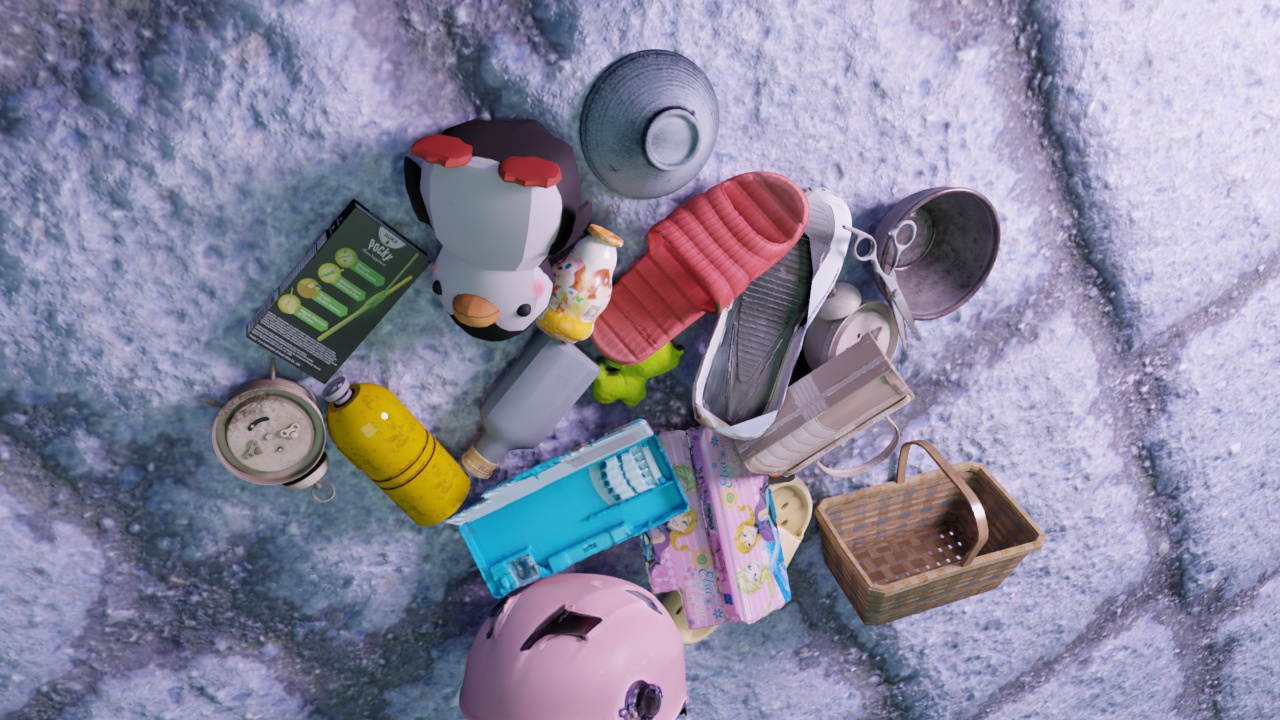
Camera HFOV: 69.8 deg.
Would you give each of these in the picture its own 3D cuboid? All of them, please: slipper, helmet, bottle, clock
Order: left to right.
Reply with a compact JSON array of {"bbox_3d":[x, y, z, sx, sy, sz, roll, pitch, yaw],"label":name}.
[{"bbox_3d":[-0.323,0.073,0.833,0.093,0.054,0.141,-31,116,-4],"label":"clock"},{"bbox_3d":[-0.236,0.080,0.862,0.071,0.071,0.164,-35,124,-2],"label":"bottle"},{"bbox_3d":[-0.116,0.048,0.907,0.072,0.046,0.161,35,100,-33],"label":"bottle"},{"bbox_3d":[-0.066,0.306,0.965,0.254,0.230,0.152,4,89,-46],"label":"helmet"},{"bbox_3d":[-0.056,-0.072,0.858,0.063,0.063,0.109,22,105,-30],"label":"bottle"},{"bbox_3d":[0.049,-0.090,0.868,0.249,0.059,0.103,-39,86,8],"label":"slipper"},{"bbox_3d":[0.122,0.255,1.097,0.111,0.079,0.262,33,101,-36],"label":"slipper"},{"bbox_3d":[0.125,-0.051,0.928,0.111,0.063,0.264,18,93,-5],"label":"slipper"},{"bbox_3d":[0.216,-0.038,0.987,0.103,0.061,0.157,-39,128,-14],"label":"clock"}]

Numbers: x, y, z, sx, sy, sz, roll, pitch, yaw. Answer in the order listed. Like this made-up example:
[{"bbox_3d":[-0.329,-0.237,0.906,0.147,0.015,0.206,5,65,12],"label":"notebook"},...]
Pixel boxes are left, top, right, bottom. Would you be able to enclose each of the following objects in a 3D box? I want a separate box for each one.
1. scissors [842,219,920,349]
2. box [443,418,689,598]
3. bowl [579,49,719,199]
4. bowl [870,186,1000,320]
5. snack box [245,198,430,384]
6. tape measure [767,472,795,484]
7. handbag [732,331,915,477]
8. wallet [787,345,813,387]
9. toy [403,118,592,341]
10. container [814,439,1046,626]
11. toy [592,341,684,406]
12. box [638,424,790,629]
[{"bbox_3d":[0.245,-0.075,0.924,0.117,0.014,0.161,-8,116,-19],"label":"scissors"},{"bbox_3d":[-0.080,0.137,0.936,0.227,0.085,0.170,-25,130,0],"label":"box"},{"bbox_3d":[0.019,-0.203,0.821,0.137,0.057,0.137,-10,120,-18],"label":"bowl"},{"bbox_3d":[0.299,-0.122,0.972,0.144,0.067,0.145,-9,119,-17],"label":"bowl"},{"bbox_3d":[-0.264,-0.058,0.803,0.147,0.025,0.080,-47,123,7],"label":"snack box"},{"bbox_3d":[0.151,0.111,1.055,0.058,0.038,0.059,-5,130,-12],"label":"tape measure"},{"bbox_3d":[0.220,0.079,0.994,0.176,0.062,0.198,-35,139,16],"label":"handbag"},{"bbox_3d":[0.158,0.025,1.025,0.091,0.018,0.115,-47,125,6],"label":"wallet"},{"bbox_3d":[-0.121,-0.108,0.793,0.159,0.139,0.184,15,124,6],"label":"toy"},{"bbox_3d":[0.352,0.199,1.115,0.249,0.157,0.187,-11,131,-16],"label":"container"},{"bbox_3d":[-0.006,0.005,0.937,0.094,0.036,0.094,4,120,-17],"label":"toy"},{"bbox_3d":[0.077,0.177,0.999,0.160,0.063,0.230,-14,96,-15],"label":"box"}]
